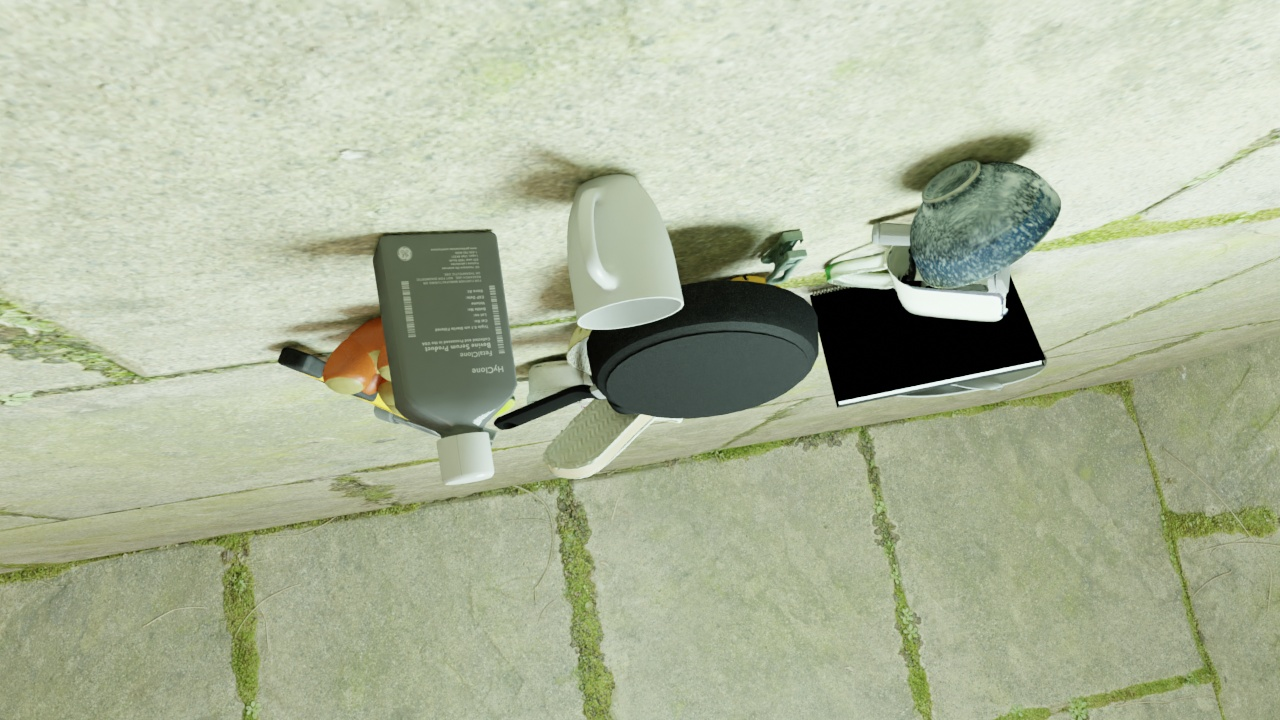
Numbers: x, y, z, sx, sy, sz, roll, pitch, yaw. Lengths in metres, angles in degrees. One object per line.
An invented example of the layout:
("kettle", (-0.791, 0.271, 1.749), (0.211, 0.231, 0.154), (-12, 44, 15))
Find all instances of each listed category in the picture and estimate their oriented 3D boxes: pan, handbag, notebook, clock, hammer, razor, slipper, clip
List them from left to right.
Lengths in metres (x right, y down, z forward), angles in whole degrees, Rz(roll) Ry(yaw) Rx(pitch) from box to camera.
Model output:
("hammer", (-0.278, 0.041, 0.989), (0.170, 0.034, 0.324), (16, 169, 18))
("clock", (-0.076, 0.023, 1.129), (0.157, 0.061, 0.103), (-10, 171, 41))
("pan", (-0.004, 0.022, 0.843), (0.357, 0.044, 0.204), (-23, 149, 32))
("slipper", (-0.002, 0.049, 1.012), (0.115, 0.054, 0.271), (-4, -152, 42))
("clip", (0.128, -0.091, 0.822), (0.023, 0.042, 0.076), (-7, 168, -10))
("handbag", (0.269, -0.091, 0.899), (0.176, 0.074, 0.151), (6, 174, 22))
("notebook", (0.295, -0.036, 0.967), (0.207, 0.148, 0.016), (-12, 144, 9))
("razor", (0.259, -0.107, 0.790), (0.116, 0.088, 0.047), (6, 175, 20))

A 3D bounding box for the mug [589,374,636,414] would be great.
("mug", (-0.006, 0.006, 0.969), (0.088, 0.113, 0.078), (-13, 142, 15))

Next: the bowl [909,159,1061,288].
("bowl", (0.249, -0.115, 0.694), (0.114, 0.061, 0.114), (-35, -160, 15))

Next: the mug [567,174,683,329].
("mug", (-0.020, -0.076, 0.593), (0.071, 0.089, 0.107), (-13, 169, 15))

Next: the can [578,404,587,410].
("can", (-0.030, 0.035, 1.219), (0.105, 0.064, 0.064), (-13, 169, 10))

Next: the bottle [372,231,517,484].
("bottle", (-0.133, -0.001, 0.646), (0.083, 0.173, 0.046), (-6, 168, -24))

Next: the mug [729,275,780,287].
("mug", (0.096, -0.019, 0.929), (0.123, 0.100, 0.094), (-52, 178, -16))

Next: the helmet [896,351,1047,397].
("helmet", (0.341, -0.047, 1.040), (0.270, 0.118, 0.183), (-9, -159, -23))

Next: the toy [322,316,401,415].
("toy", (-0.204, 0.004, 0.855), (0.112, 0.096, 0.175), (-12, 180, 24))

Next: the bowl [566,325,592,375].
("bowl", (-0.001, -0.036, 0.859), (0.145, 0.063, 0.145), (-7, 161, -3))

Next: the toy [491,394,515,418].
("toy", (-0.231, 0.061, 1.219), (0.118, 0.043, 0.092), (-13, 172, 28))
